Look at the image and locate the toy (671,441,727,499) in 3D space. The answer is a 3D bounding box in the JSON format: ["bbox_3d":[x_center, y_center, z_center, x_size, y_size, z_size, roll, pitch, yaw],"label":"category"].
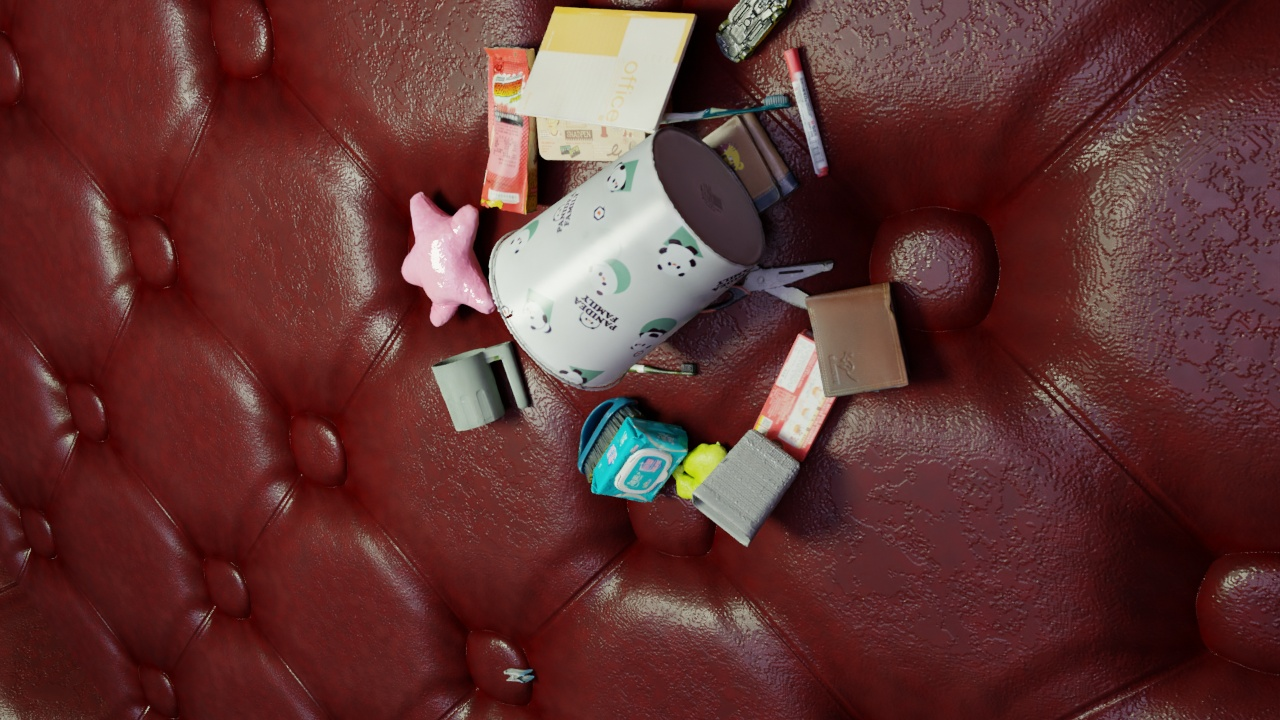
[{"bbox_3d":[0.085,0.152,1.233,0.097,0.031,0.100,21,116,25],"label":"toy"}]

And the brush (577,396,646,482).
[{"bbox_3d":[-0.049,0.104,1.283,0.073,0.055,0.144,50,126,31],"label":"brush"}]

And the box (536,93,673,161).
[{"bbox_3d":[-0.041,-0.296,1.137,0.169,0.078,0.091,10,112,34],"label":"box"}]

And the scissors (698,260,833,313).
[{"bbox_3d":[0.127,-0.105,1.131,0.226,0.015,0.189,48,123,9],"label":"scissors"}]

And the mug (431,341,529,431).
[{"bbox_3d":[-0.235,0.038,1.359,0.124,0.083,0.103,-15,100,8],"label":"mug"}]

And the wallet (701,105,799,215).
[{"bbox_3d":[0.124,-0.228,1.084,0.090,0.033,0.115,-32,86,35],"label":"wallet"}]

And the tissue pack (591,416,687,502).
[{"bbox_3d":[-0.002,0.138,1.239,0.134,0.093,0.050,-58,33,31],"label":"tissue pack"}]

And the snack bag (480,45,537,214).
[{"bbox_3d":[-0.172,-0.303,1.205,0.129,0.073,0.208,30,122,51],"label":"snack bag"}]

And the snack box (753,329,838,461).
[{"bbox_3d":[0.201,0.044,1.132,0.075,0.025,0.153,31,119,18],"label":"snack box"}]

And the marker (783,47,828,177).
[{"bbox_3d":[0.188,-0.279,1.037,0.017,0.017,0.145,-11,101,32],"label":"marker"}]

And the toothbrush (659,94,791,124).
[{"bbox_3d":[0.076,-0.286,1.050,0.191,0.016,0.018,-6,92,1],"label":"toothbrush"}]

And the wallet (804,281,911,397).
[{"bbox_3d":[0.249,-0.023,1.058,0.101,0.032,0.124,-12,89,24],"label":"wallet"}]

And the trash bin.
[{"bbox_3d":[-0.010,-0.122,1.066,0.253,0.228,0.229,-34,88,34],"label":"trash bin"}]

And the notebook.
[{"bbox_3d":[-0.044,-0.344,1.075,0.206,0.010,0.146,17,85,32],"label":"notebook"}]

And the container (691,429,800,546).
[{"bbox_3d":[0.134,0.157,1.147,0.090,0.090,0.114,38,78,14],"label":"container"}]

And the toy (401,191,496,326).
[{"bbox_3d":[-0.290,-0.148,1.326,0.179,0.074,0.194,-7,99,34],"label":"toy"}]

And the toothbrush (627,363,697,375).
[{"bbox_3d":[-0.007,0.007,1.250,0.186,0.012,0.017,4,102,29],"label":"toothbrush"}]

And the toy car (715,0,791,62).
[{"bbox_3d":[0.128,-0.383,1.029,0.048,0.032,0.105,52,135,5],"label":"toy car"}]

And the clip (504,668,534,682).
[{"bbox_3d":[-0.204,0.526,1.531,0.058,0.025,0.036,-10,94,37],"label":"clip"}]
